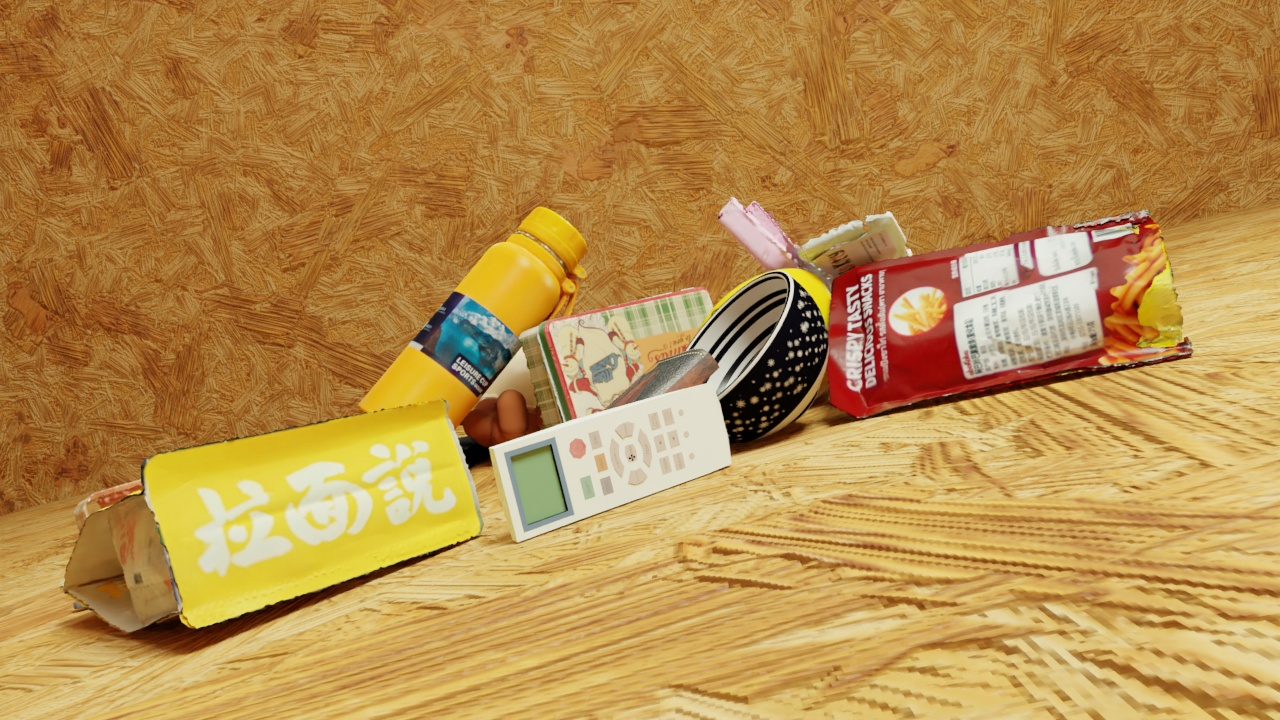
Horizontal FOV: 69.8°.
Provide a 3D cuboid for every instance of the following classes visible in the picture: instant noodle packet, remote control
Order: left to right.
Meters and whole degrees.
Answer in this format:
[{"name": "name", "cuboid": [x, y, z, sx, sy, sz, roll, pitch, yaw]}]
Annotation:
[{"name": "instant noodle packet", "cuboid": [-0.222, 0.095, 0.528, 0.162, 0.084, 0.222, -14, -5, -45]}, {"name": "remote control", "cuboid": [-0.013, 0.052, 0.502, 0.143, 0.049, 0.024, -15, 3, -30]}]

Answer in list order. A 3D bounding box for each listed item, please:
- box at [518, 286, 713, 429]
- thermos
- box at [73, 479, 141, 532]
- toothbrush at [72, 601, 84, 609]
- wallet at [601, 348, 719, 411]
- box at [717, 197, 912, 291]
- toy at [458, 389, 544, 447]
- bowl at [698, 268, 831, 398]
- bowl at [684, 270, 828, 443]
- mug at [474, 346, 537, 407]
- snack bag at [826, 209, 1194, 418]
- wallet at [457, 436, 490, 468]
[{"name": "box", "cuboid": [-0.005, 0.005, 0.816, 0.205, 0.117, 0.051, -14, 0, -43]}, {"name": "thermos", "cuboid": [-0.134, -0.024, 0.796, 0.076, 0.091, 0.232, 24, 71, 42]}, {"name": "box", "cuboid": [-0.319, 0.111, 0.692, 0.042, 0.082, 0.186, -26, -4, 38]}, {"name": "toothbrush", "cuboid": [-0.295, 0.138, 0.632, 0.167, 0.013, 0.013, -12, 1, -33]}, {"name": "wallet", "cuboid": [-0.011, 0.040, 0.564, 0.122, 0.019, 0.072, -41, 10, -24]}, {"name": "box", "cuboid": [0.151, -0.078, 0.771, 0.146, 0.077, 0.201, 15, -2, 25]}, {"name": "toy", "cuboid": [-0.126, 0.055, 0.855, 0.094, 0.065, 0.128, 12, -5, -33]}, {"name": "bowl", "cuboid": [0.107, -0.004, 0.700, 0.117, 0.067, 0.117, -17, -40, -15]}, {"name": "bowl", "cuboid": [0.080, 0.008, 0.605, 0.120, 0.066, 0.120, -46, 17, 19]}, {"name": "mug", "cuboid": [-0.127, 0.035, 0.948, 0.120, 0.096, 0.100, 1, 10, -28]}, {"name": "snack bag", "cuboid": [0.219, -0.034, 0.582, 0.208, 0.067, 0.138, -9, 47, 21]}, {"name": "wallet", "cuboid": [-0.193, 0.094, 0.902, 0.089, 0.026, 0.115, -12, 3, 11]}]
